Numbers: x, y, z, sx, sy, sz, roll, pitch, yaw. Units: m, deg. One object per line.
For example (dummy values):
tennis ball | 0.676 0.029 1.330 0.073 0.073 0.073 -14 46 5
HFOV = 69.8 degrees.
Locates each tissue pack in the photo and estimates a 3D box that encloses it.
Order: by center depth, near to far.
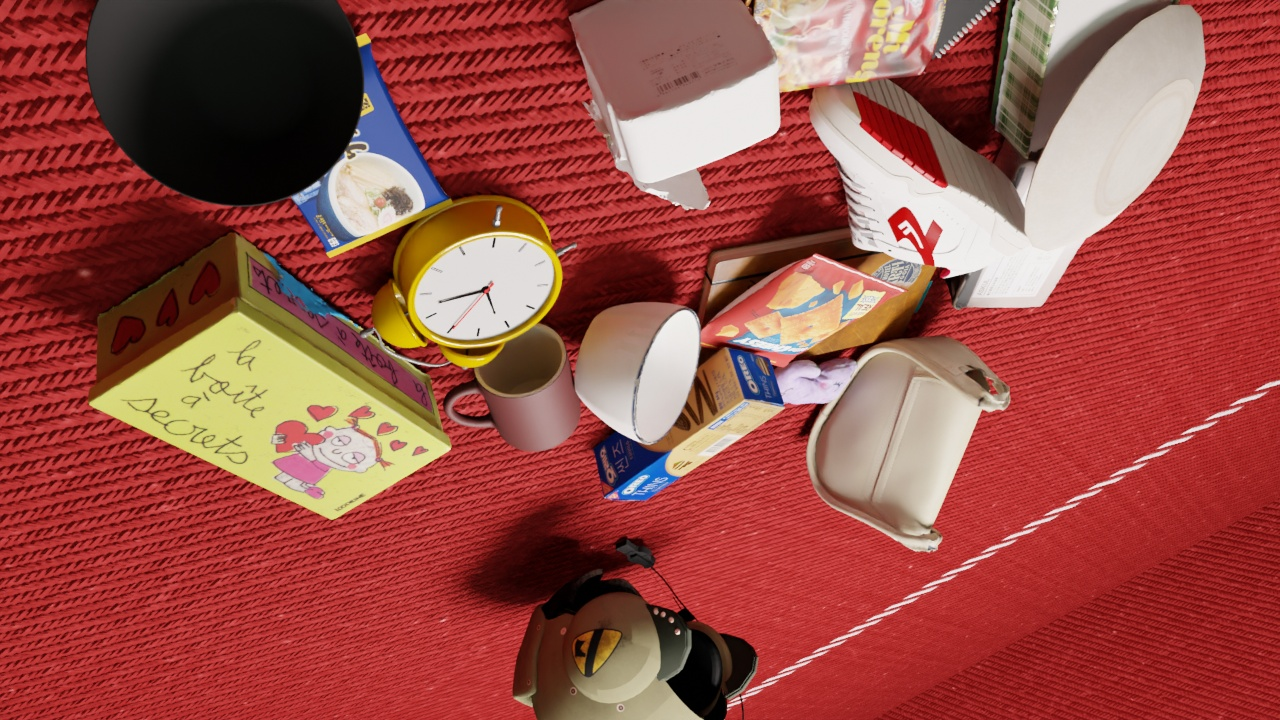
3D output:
tissue pack | 0.345 -0.125 0.815 0.104 0.071 0.182 -2 140 -3

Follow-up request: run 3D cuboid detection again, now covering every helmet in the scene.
helmet | -0.020 0.332 1.013 0.233 0.255 0.250 -36 142 12

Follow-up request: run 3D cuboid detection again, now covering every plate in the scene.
plate | 0.354 -0.158 0.667 0.188 0.027 0.189 -26 139 -25

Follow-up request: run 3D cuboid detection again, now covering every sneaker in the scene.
sneaker | 0.192 -0.126 0.696 0.236 0.090 0.105 19 140 -37

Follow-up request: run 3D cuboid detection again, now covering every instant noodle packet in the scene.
instant noodle packet | -0.175 -0.121 0.543 0.087 0.026 0.134 -25 146 -4
instant noodle packet | 0.123 -0.213 0.566 0.135 0.039 0.099 -8 144 -3

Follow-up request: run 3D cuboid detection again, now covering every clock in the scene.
clock | -0.122 -0.049 0.648 0.152 0.052 0.113 -45 140 22

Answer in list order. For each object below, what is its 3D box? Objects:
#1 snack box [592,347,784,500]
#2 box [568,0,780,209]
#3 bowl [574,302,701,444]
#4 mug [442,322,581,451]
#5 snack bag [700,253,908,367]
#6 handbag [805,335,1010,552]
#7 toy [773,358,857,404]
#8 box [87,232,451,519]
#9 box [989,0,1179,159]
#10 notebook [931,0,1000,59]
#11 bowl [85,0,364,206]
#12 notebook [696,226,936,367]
snack box | 0.038 0.065 0.857 0.057 0.056 0.207 10 143 -40
box | 0.025 -0.145 0.557 0.103 0.110 0.130 -23 144 -1
bowl | -0.004 0.004 0.740 0.116 0.066 0.116 -45 145 -46
mug | -0.104 0.028 0.738 0.105 0.073 0.083 -20 145 -8
snack bag | 0.133 -0.041 0.784 0.130 0.039 0.144 13 144 -41
handbag | 0.290 0.074 0.950 0.131 0.184 0.230 -8 126 -25
toy | 0.170 0.021 0.917 0.099 0.036 0.080 -7 151 -21
box | -0.248 0.021 0.642 0.124 0.082 0.221 -28 146 8
box | 0.310 -0.238 0.631 0.117 0.050 0.205 -31 152 1
notebook | 0.224 -0.295 0.552 0.149 0.016 0.207 20 126 -44
bowl | -0.200 -0.141 0.460 0.124 0.052 0.124 -2 104 -10
notebook | 0.168 -0.062 0.828 0.249 0.014 0.179 -12 144 -16
